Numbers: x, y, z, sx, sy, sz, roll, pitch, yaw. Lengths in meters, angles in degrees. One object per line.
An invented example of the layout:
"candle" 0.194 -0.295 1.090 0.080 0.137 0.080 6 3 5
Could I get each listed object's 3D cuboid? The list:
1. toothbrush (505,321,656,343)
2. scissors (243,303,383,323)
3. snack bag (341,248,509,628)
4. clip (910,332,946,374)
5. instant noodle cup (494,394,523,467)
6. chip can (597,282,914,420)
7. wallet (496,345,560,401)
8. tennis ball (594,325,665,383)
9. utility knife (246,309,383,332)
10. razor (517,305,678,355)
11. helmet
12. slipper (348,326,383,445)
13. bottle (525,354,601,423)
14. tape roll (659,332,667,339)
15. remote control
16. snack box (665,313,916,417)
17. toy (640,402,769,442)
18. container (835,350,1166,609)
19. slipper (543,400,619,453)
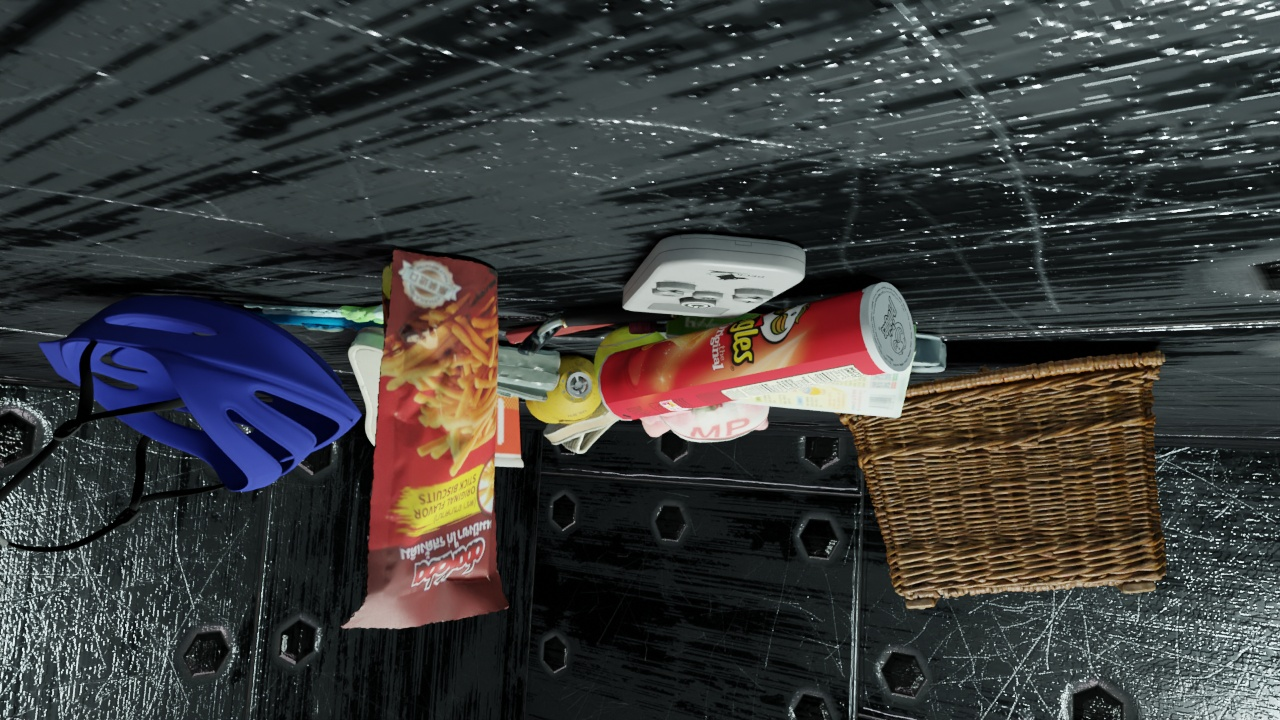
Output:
"toothbrush" -0.051 -0.024 0.723 0.016 0.016 0.190 4 175 -40
"scissors" -0.224 -0.035 0.729 0.175 0.032 0.093 6 176 14
"snack bag" -0.120 0.048 0.540 0.067 0.207 0.138 1 173 21
"clip" 0.151 -0.009 0.720 0.163 0.028 0.115 -1 171 25
"instant noodle cup" -0.191 0.056 1.036 0.123 0.121 0.123 3 174 0
"chip can" 0.064 0.000 0.586 0.215 0.051 0.051 -14 164 42
"wallet" -0.157 0.006 0.917 0.131 0.054 0.101 14 168 -35
"tennis ball" -0.004 0.004 0.730 0.065 0.065 0.065 3 174 0
"utility knife" -0.251 -0.031 0.771 0.185 0.015 0.031 2 177 -2
"razor" -0.032 -0.030 0.659 0.145 0.022 0.042 -8 -150 41
"helmet" -0.354 0.055 0.685 0.241 0.227 0.148 19 143 6
"slipper" -0.210 0.041 0.858 0.114 0.054 0.275 22 151 4
"bottle" -0.081 0.033 1.003 0.071 0.071 0.164 5 174 -14
"tape roll" 0.033 -0.010 0.802 0.094 0.018 0.094 3 173 0
"remote control" 0.036 -0.042 0.505 0.074 0.019 0.151 4 174 -9
"snack box" 0.112 0.004 0.679 0.168 0.027 0.132 5 160 13
"toy" 0.069 0.046 0.990 0.142 0.084 0.213 -1 176 -2
"container" 0.308 0.103 0.772 0.250 0.183 0.162 -11 172 19
"slipper" -0.051 0.061 1.122 0.054 0.114 0.273 47 160 -7
